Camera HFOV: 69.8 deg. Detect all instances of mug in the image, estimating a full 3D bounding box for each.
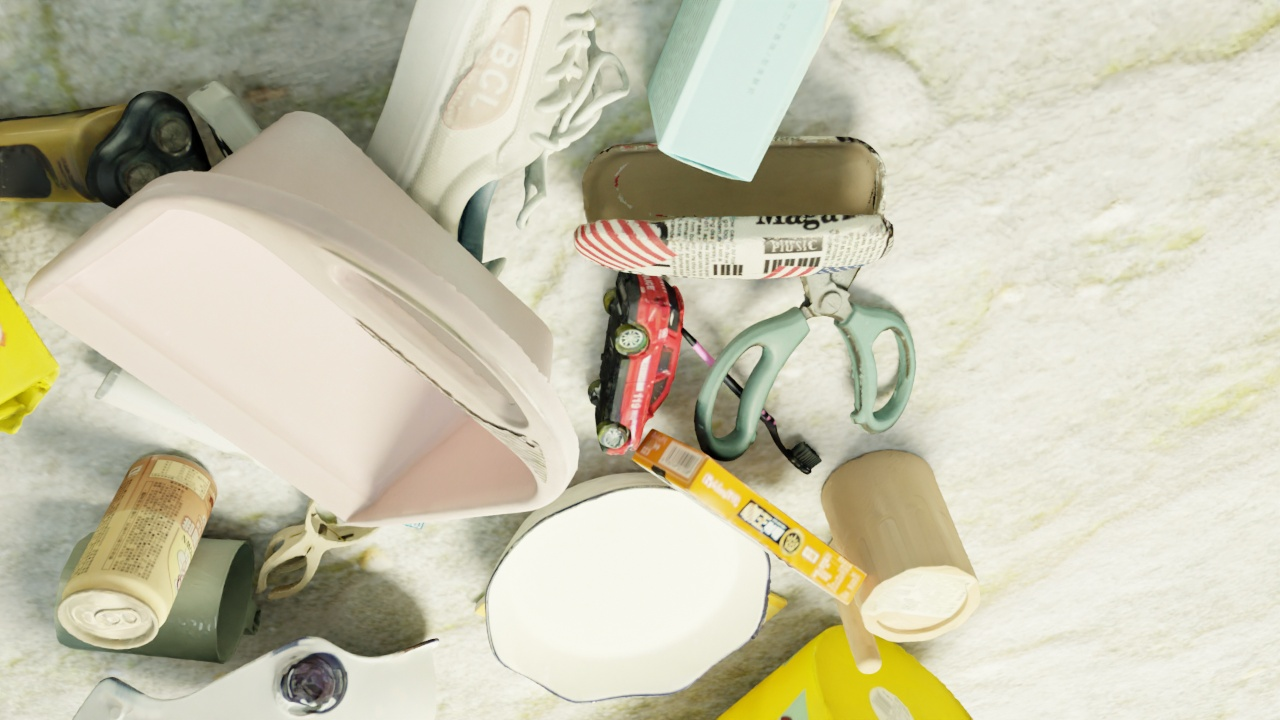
[{"bbox_3d":[-0.335,0.172,0.651,0.103,0.083,0.124,7,151,-8],"label":"mug"},{"bbox_3d":[0.170,0.142,0.641,0.084,0.103,0.125,13,125,-14],"label":"mug"}]

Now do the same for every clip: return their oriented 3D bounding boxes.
[{"bbox_3d":[-0.237,0.126,0.645,0.066,0.034,0.099,37,112,-27],"label":"clip"}]

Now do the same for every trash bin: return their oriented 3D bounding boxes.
[{"bbox_3d":[0.136,0.370,0.749,0.229,0.229,0.256,26,116,-22],"label":"trash bin"}]

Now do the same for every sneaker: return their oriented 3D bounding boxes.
[{"bbox_3d":[-0.056,-0.129,0.422,0.090,0.089,0.243,32,124,-7],"label":"sneaker"}]

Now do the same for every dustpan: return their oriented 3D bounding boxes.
[{"bbox_3d":[-0.157,0.013,0.414,0.274,0.138,0.222,-35,119,26],"label":"dustpan"}]

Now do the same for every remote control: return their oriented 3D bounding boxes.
[{"bbox_3d":[-0.179,-0.075,0.479,0.021,0.058,0.150,-40,126,-14],"label":"remote control"}]

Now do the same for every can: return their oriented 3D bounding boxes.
[{"bbox_3d":[-0.313,0.117,0.579,0.058,0.116,0.059,-2,127,-3],"label":"can"}]

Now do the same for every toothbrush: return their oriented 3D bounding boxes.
[{"bbox_3d":[-0.236,0.060,0.598,0.221,0.027,0.026,30,78,-24],"label":"toothbrush"},{"bbox_3d":[0.074,0.029,0.582,0.018,0.014,0.189,-37,135,9],"label":"toothbrush"}]

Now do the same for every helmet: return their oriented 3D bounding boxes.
[{"bbox_3d":[-0.261,0.291,0.646,0.258,0.145,0.230,-1,155,-32],"label":"helmet"}]

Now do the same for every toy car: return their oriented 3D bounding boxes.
[{"bbox_3d":[-0.003,0.003,0.554,0.045,0.052,0.121,5,125,-14],"label":"toy car"}]

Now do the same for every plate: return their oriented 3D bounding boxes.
[{"bbox_3d":[-0.009,0.164,0.666,0.204,0.045,0.205,-5,121,-8],"label":"plate"}]

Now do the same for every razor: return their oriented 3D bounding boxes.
[{"bbox_3d":[-0.301,-0.098,0.453,0.167,0.067,0.062,-1,127,5],"label":"razor"}]

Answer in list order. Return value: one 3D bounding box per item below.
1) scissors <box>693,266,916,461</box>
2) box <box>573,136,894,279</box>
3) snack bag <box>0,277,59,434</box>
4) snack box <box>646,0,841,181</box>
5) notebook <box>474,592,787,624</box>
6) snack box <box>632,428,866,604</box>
[{"bbox_3d":[0.096,0.004,0.554,0.181,0.019,0.170,-33,126,-6],"label":"scissors"},{"bbox_3d":[0.047,-0.069,0.472,0.163,0.087,0.076,1,120,5],"label":"box"},{"bbox_3d":[-0.402,-0.064,0.434,0.158,0.068,0.247,8,130,19],"label":"snack bag"},{"bbox_3d":[0.058,-0.174,0.408,0.051,0.074,0.175,16,125,-15],"label":"snack box"},{"bbox_3d":[-0.006,0.195,0.728,0.206,0.010,0.146,29,120,-24],"label":"notebook"},{"bbox_3d":[0.069,0.099,0.580,0.153,0.075,0.026,37,83,-27],"label":"snack box"}]
